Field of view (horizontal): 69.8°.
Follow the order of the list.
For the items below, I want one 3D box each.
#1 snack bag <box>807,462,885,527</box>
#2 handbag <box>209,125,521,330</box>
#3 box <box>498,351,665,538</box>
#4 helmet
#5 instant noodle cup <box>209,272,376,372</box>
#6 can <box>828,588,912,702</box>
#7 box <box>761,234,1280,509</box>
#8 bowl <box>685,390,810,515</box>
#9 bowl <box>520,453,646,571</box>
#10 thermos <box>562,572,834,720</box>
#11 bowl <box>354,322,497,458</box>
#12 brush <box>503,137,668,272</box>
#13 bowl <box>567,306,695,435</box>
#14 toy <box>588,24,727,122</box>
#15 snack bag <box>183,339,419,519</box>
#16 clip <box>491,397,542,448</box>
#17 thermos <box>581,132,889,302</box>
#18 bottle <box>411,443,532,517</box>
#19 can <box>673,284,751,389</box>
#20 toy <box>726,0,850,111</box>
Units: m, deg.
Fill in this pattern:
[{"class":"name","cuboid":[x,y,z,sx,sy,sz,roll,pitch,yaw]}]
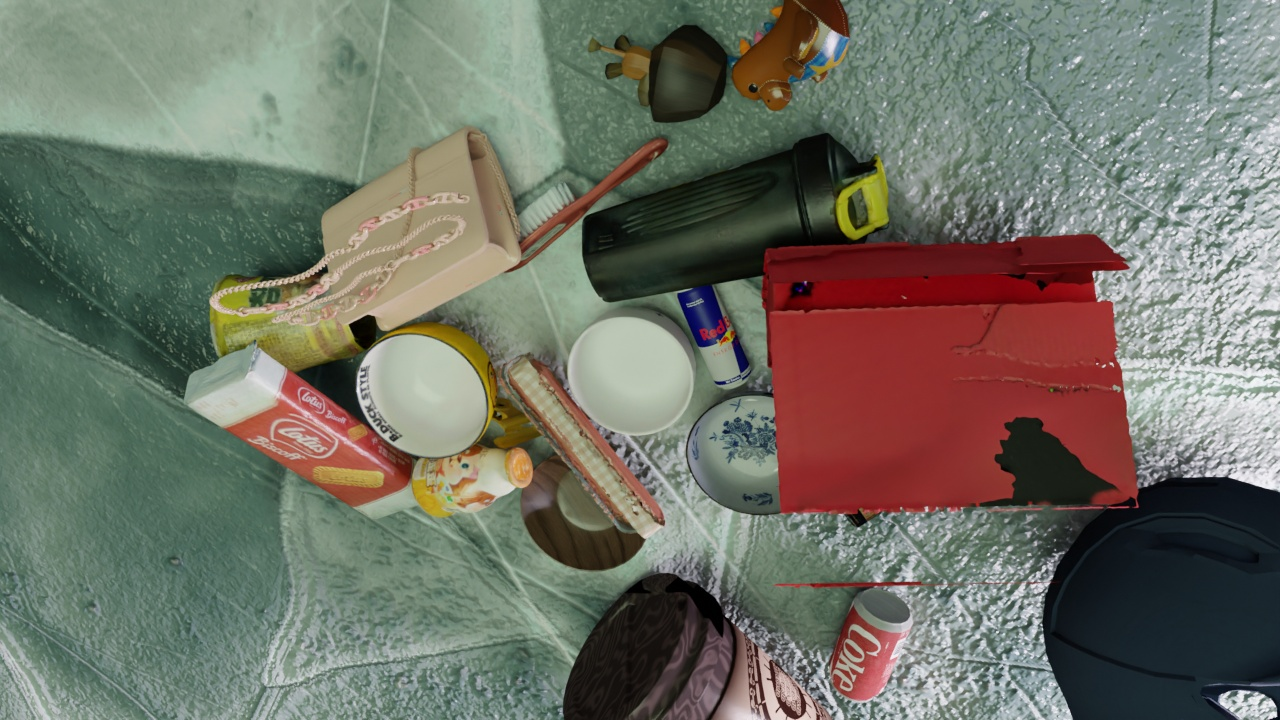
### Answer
[{"class":"snack bag","cuboid":[0.215,0.067,0.735,0.155,0.018,0.074,-36,111,5]},{"class":"handbag","cuboid":[-0.190,-0.113,0.665,0.199,0.187,0.116,-23,75,23]},{"class":"box","cuboid":[-0.051,0.073,0.764,0.187,0.054,0.079,52,145,-7]},{"class":"helmet","cuboid":[0.433,0.192,0.661,0.273,0.231,0.223,-21,71,40]},{"class":"instant noodle cup","cuboid":[-0.289,-0.033,0.776,0.108,0.102,0.102,-10,112,5]},{"class":"can","cuboid":[0.206,0.258,0.831,0.054,0.054,0.097,15,116,4]},{"class":"box","cuboid":[0.181,-0.015,0.518,0.211,0.409,0.107,-1,100,5]},{"class":"bowl","cuboid":[0.098,0.070,0.771,0.114,0.045,0.114,4,114,9]},{"class":"bowl","cuboid":[-0.047,0.131,0.830,0.119,0.032,0.119,3,109,10]},{"class":"thermos","cuboid":[0.067,0.324,0.831,0.226,0.172,0.173,41,115,-16]},{"class":"bowl","cuboid":[-0.176,0.018,0.787,0.117,0.067,0.117,4,115,9]},{"class":"brush","cuboid":[-0.052,-0.128,0.716,0.173,0.040,0.030,-34,86,23]},{"class":"bowl","cuboid":[-0.004,0.004,0.757,0.105,0.054,0.105,4,113,8]},{"class":"toy","cuboid":[0.012,-0.209,0.657,0.100,0.062,0.076,18,79,8]},{"class":"snack bag","cuboid":[-0.278,0.069,0.794,0.078,0.041,0.225,-21,139,20]},{"class":"clip","cuboid":[-0.112,0.050,0.806,0.045,0.054,0.048,-31,81,42]},{"class":"thermos","cuboid":[0.068,-0.099,0.675,0.221,0.098,0.098,-11,111,19]},{"class":"bottle","cuboid":[-0.149,0.104,0.818,0.109,0.063,0.063,-13,111,25]},{"class":"can","cuboid":[0.059,-0.023,0.743,0.032,0.032,0.095,-20,109,18]},{"class":"toy","cuboid":[0.094,-0.234,0.641,0.090,0.070,0.103,-31,83,35]}]
